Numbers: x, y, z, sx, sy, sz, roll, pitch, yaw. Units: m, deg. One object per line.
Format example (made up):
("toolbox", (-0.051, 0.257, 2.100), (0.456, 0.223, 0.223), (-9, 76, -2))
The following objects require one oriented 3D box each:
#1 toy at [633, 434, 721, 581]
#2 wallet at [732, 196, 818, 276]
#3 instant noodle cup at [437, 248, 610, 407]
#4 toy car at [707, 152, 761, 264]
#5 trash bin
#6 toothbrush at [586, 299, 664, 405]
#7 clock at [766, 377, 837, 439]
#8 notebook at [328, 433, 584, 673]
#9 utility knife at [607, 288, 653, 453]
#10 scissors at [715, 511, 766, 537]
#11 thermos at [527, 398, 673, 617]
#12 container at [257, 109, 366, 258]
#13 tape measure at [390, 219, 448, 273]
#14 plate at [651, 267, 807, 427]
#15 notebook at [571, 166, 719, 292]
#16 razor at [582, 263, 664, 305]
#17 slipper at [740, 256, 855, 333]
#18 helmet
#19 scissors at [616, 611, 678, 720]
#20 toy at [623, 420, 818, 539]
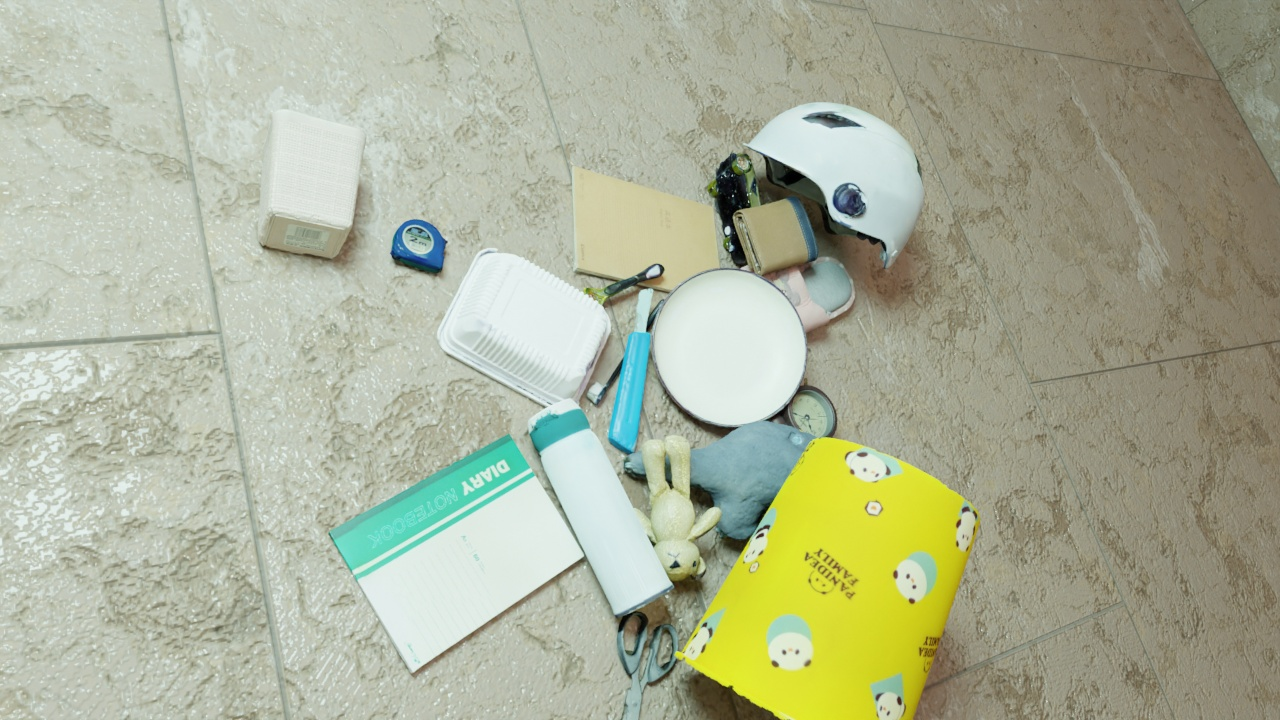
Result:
("toy", (0.033, 0.156, 0.966), (0.105, 0.066, 0.157), (-5, 94, 2))
("wallet", (0.173, -0.158, 1.167), (0.115, 0.033, 0.090), (-21, 92, -41))
("instant noodle cup", (-0.113, -0.039, 0.986), (0.173, 0.060, 0.137), (31, 63, -17))
("toy car", (0.133, -0.202, 1.222), (0.042, 0.070, 0.158), (2, 69, -32))
("trash bin", (0.192, 0.229, 0.894), (0.229, 0.230, 0.255), (33, 76, -14))
("toothbrush", (-0.013, -0.015, 1.074), (0.018, 0.016, 0.180), (36, 54, -1))
("clock", (0.191, 0.081, 1.126), (0.082, 0.055, 0.121), (47, 54, -5))
("notebook", (-0.171, 0.178, 0.886), (0.208, 0.012, 0.150), (-29, 83, -37))
("utility knife", (-0.006, 0.006, 1.049), (0.034, 0.018, 0.202), (19, 67, -22))
("scissors", (0.136, 0.170, 1.075), (0.135, 0.017, 0.064), (-20, 88, -33))
("thermos", (-0.045, 0.146, 0.944), (0.073, 0.073, 0.224), (-20, 79, -37))
("container", (-0.329, -0.170, 0.912), (0.090, 0.090, 0.110), (10, 66, -28))
("tape measure", (-0.237, -0.123, 0.982), (0.058, 0.025, 0.054), (18, 57, -28))
("plate", (0.104, -0.014, 1.101), (0.192, 0.039, 0.192), (2, 81, -11))
("notebook", (0.009, -0.157, 1.160), (0.211, 0.012, 0.149), (11, 62, -28))
("razor", (-0.025, -0.086, 1.085), (0.142, 0.022, 0.042), (-27, 85, -29))
("slipper", (0.199, -0.083, 1.207), (0.273, 0.055, 0.114), (-17, 82, -38))
("helmet", (0.274, -0.255, 1.214), (0.258, 0.146, 0.229), (36, 10, -21))
("scissors", (-0.014, 0.332, 0.907), (0.172, 0.014, 0.142), (-31, 89, -36))
("toy", (0.156, 0.142, 1.041), (0.356, 0.091, 0.138), (22, 95, -15))
